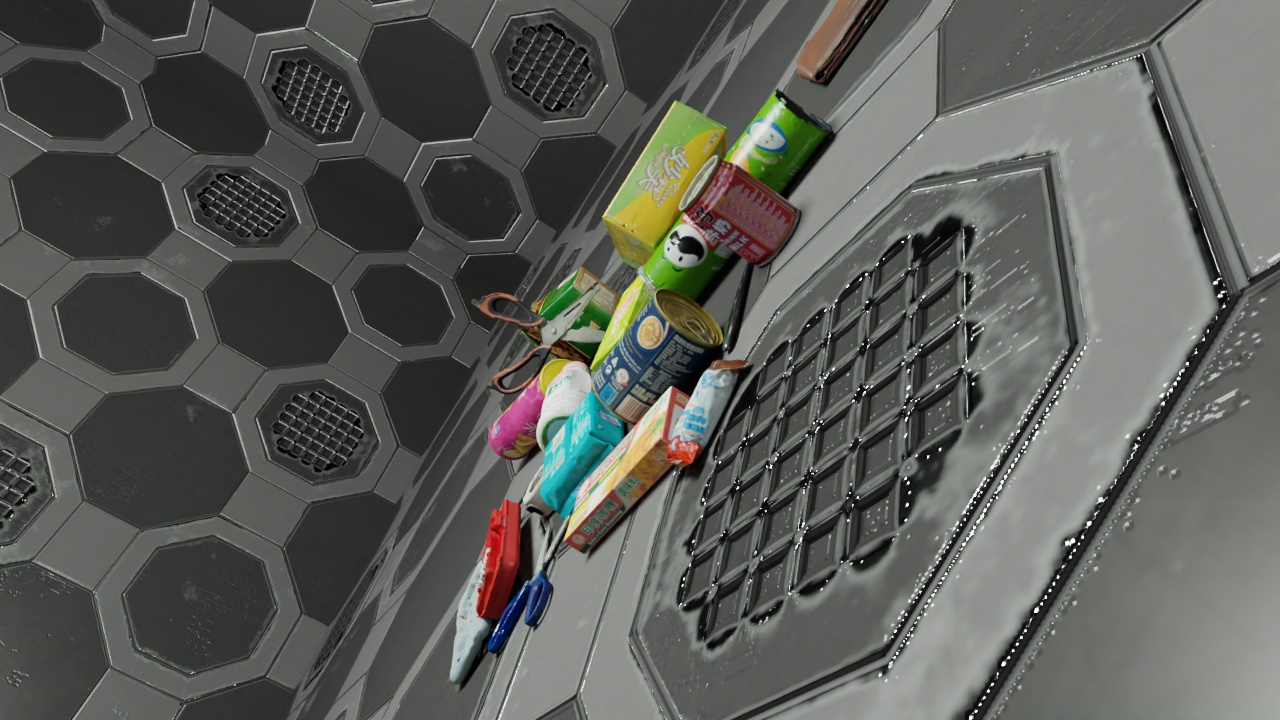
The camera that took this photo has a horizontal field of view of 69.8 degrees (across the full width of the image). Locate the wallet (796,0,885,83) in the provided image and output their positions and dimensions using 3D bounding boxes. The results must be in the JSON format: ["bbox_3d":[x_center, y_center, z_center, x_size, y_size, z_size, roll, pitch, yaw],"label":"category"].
[{"bbox_3d":[0.226,-0.373,1.043,0.125,0.032,0.101,-55,15,15],"label":"wallet"}]

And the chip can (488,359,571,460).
[{"bbox_3d":[-0.147,0.074,1.292,0.211,0.071,0.071,-42,20,51],"label":"chip can"}]

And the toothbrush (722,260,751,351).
[{"bbox_3d":[0.093,-0.070,0.854,0.016,0.018,0.180,-42,21,41],"label":"toothbrush"}]

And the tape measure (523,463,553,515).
[{"bbox_3d":[-0.106,0.145,1.051,0.066,0.033,0.066,-59,10,4],"label":"tape measure"}]

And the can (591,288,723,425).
[{"bbox_3d":[0.014,-0.001,0.848,0.111,0.075,0.075,-52,14,26],"label":"can"}]

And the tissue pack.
[{"bbox_3d":[-0.058,0.096,0.945,0.093,0.050,0.133,-53,14,14],"label":"tissue pack"}]

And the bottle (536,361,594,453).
[{"bbox_3d":[-0.083,0.052,1.110,0.068,0.068,0.196,-54,12,17],"label":"bottle"}]

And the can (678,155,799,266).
[{"bbox_3d":[0.090,-0.138,0.844,0.067,0.094,0.066,-53,13,18],"label":"can"}]

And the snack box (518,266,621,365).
[{"bbox_3d":[-0.094,-0.068,1.335,0.106,0.117,0.118,-48,13,24],"label":"snack box"}]

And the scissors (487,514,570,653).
[{"bbox_3d":[-0.106,0.221,0.919,0.174,0.012,0.162,-57,11,-1],"label":"scissors"}]

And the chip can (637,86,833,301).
[{"bbox_3d":[0.094,-0.160,0.941,0.237,0.072,0.072,-51,14,24],"label":"chip can"}]

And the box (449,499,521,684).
[{"bbox_3d":[-0.174,0.256,1.040,0.201,0.039,0.158,-125,53,-77],"label":"box"}]

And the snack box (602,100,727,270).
[{"bbox_3d":[0.036,-0.190,1.087,0.157,0.070,0.210,-59,-9,-4],"label":"snack box"}]

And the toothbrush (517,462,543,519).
[{"bbox_3d":[-0.129,0.148,1.188,0.014,0.016,0.188,-24,32,53],"label":"toothbrush"}]

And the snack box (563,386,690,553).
[{"bbox_3d":[-0.011,0.099,0.812,0.156,0.027,0.076,-50,13,31],"label":"snack box"}]

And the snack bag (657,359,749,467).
[{"bbox_3d":[0.049,0.041,0.726,0.048,0.026,0.104,-2,56,61],"label":"snack bag"}]

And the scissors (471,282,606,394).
[{"bbox_3d":[-0.139,-0.033,1.279,0.015,0.225,0.189,-34,-42,-73],"label":"scissors"}]

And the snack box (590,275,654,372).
[{"bbox_3d":[-0.014,-0.056,1.202,0.086,0.026,0.156,-44,18,45],"label":"snack box"}]
